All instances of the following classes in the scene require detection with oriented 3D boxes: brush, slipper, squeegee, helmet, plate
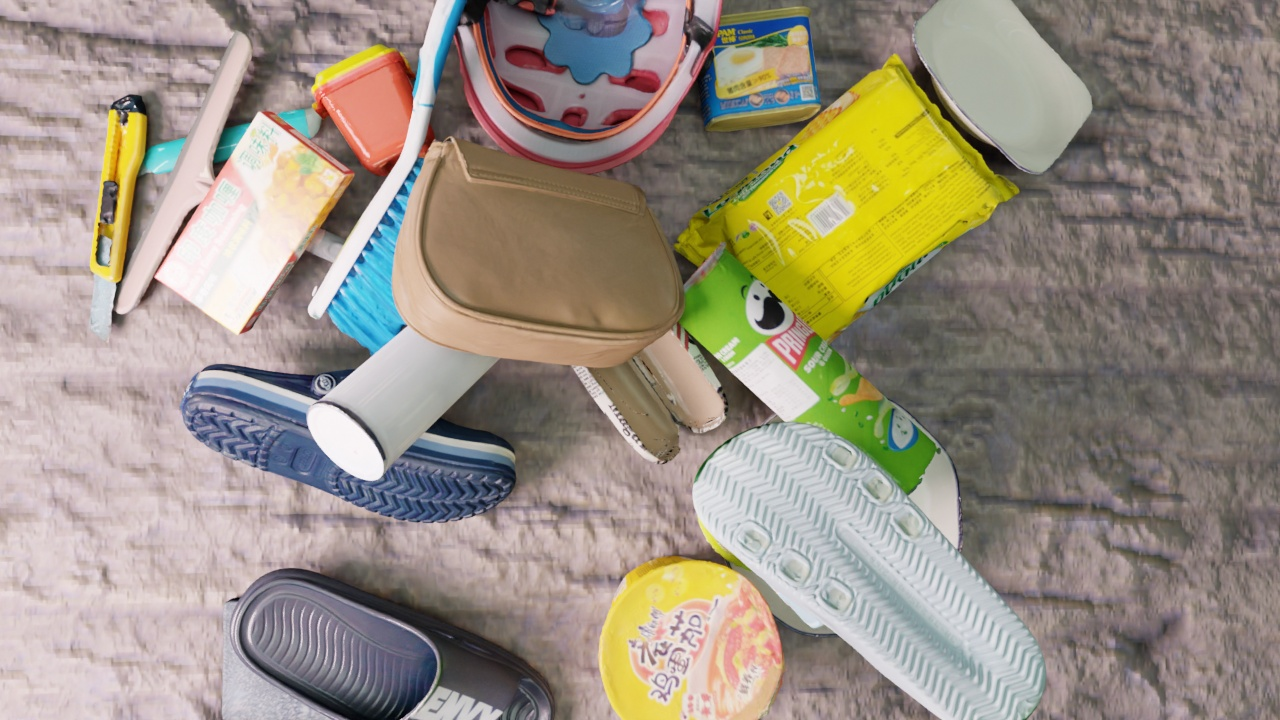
[{"bbox_3d":[-0.158,-0.147,0.679,0.109,0.060,0.315,32,104,-18],"label":"brush"},{"bbox_3d":[-0.191,0.252,0.708,0.268,0.083,0.110,30,82,-11],"label":"slipper"},{"bbox_3d":[-0.221,0.054,0.721,0.252,0.105,0.095,17,54,-14],"label":"slipper"},{"bbox_3d":[-0.266,-0.100,0.738,0.249,0.040,0.247,25,93,-8],"label":"squeegee"},{"bbox_3d":[-0.040,-0.271,0.719,0.207,0.143,0.240,10,106,3],"label":"helmet"},{"bbox_3d":[0.165,0.129,0.775,0.205,0.045,0.205,0,89,-6],"label":"plate"},{"bbox_3d":[0.299,-0.237,0.776,0.163,0.034,0.163,48,56,-2],"label":"plate"},{"bbox_3d":[0.144,0.135,0.587,0.245,0.074,0.104,41,77,12],"label":"slipper"}]

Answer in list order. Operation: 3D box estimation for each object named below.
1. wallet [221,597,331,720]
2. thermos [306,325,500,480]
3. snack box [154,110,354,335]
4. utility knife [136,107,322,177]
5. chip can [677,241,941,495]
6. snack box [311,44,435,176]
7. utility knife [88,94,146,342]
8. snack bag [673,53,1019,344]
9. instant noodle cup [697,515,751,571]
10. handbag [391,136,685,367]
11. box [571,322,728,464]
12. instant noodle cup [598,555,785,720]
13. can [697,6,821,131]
[{"bbox_3d":[-0.278,0.242,0.746,0.121,0.019,0.097,0,87,-4],"label":"wallet"},{"bbox_3d":[-0.144,-0.007,0.688,0.073,0.073,0.223,43,49,-3],"label":"thermos"},{"bbox_3d":[-0.294,-0.103,0.700,0.077,0.027,0.156,37,102,-7],"label":"snack box"},{"bbox_3d":[-0.347,-0.176,0.751,0.182,0.013,0.029,-13,88,-2],"label":"utility knife"},{"bbox_3d":[0.124,0.014,0.716,0.236,0.072,0.072,43,85,-1],"label":"chip can"},{"bbox_3d":[-0.208,-0.193,0.727,0.082,0.091,0.080,-28,98,-5],"label":"snack box"},{"bbox_3d":[-0.421,-0.115,0.735,0.033,0.015,0.202,6,88,9],"label":"utility knife"},{"bbox_3d":[0.165,-0.119,0.756,0.246,0.068,0.158,-40,92,4],"label":"snack bag"},{"bbox_3d":[0.106,0.113,0.685,0.111,0.123,0.111,0,89,-5],"label":"instant noodle cup"},{"bbox_3d":[-0.074,-0.070,0.655,0.204,0.100,0.147,9,66,-32],"label":"handbag"},{"bbox_3d":[-0.005,0.005,0.746,0.086,0.076,0.162,-39,95,-35],"label":"box"},{"bbox_3d":[0.032,0.219,0.728,0.138,0.110,0.138,0,88,-5],"label":"instant noodle cup"},{"bbox_3d":[0.097,-0.243,0.772,0.102,0.057,0.083,-9,92,-5],"label":"can"}]
